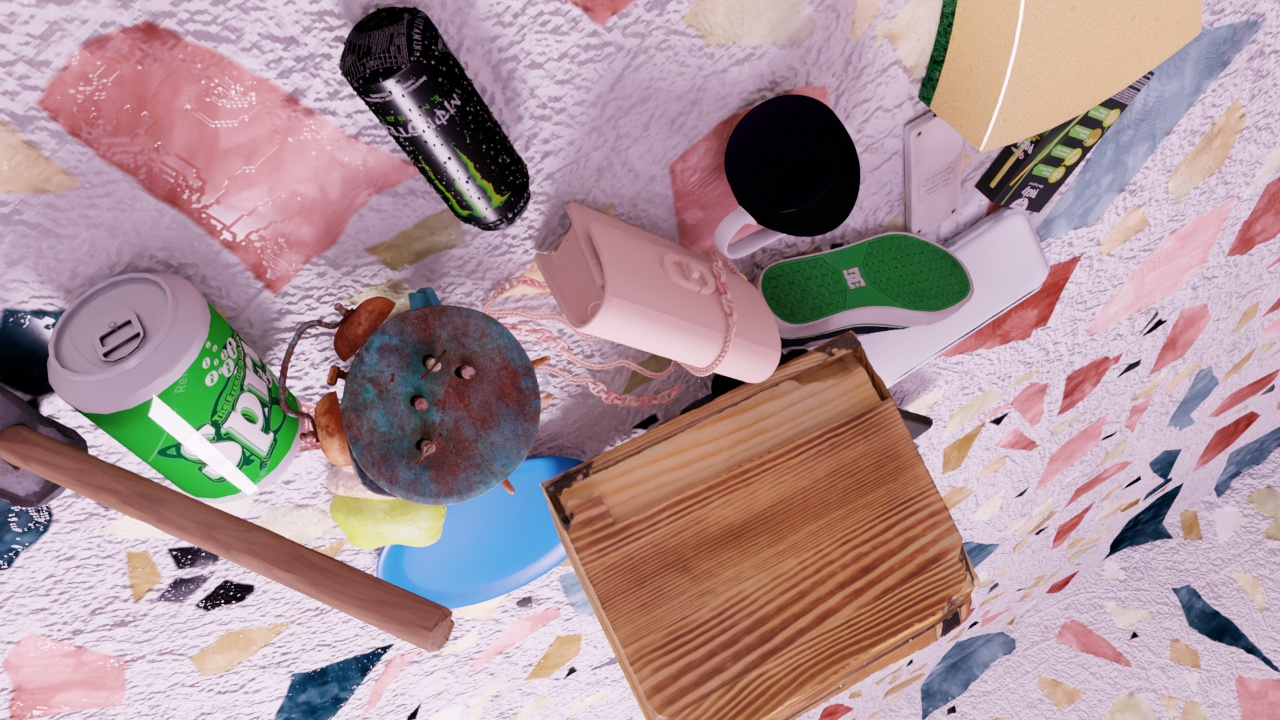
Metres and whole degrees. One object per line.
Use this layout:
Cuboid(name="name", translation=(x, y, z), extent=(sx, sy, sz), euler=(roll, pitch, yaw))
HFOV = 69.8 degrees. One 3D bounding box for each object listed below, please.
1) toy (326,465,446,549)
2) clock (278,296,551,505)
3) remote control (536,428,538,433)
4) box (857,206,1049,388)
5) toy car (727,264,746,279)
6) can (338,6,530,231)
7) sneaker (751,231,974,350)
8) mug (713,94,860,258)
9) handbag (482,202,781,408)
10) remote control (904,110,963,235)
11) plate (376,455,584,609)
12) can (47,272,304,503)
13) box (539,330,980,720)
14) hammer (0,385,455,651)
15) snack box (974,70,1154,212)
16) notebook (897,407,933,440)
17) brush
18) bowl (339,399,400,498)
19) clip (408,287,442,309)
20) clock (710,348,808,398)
Cuboid(name="toy", translation=(-0.201, 0.105, 0.719), extent=(0.092, 0.046, 0.115), euler=(-2, 129, 0))
Cuboid(name="clock", translation=(-0.140, 0.021, 0.565), extent=(0.157, 0.073, 0.121), euler=(15, 91, -19))
Cuboid(name="remote control", translation=(-0.145, 0.071, 0.757), extent=(0.124, 0.009, 0.046), euler=(-24, 144, -7))
Cuboid(name="box", translation=(0.306, -0.042, 0.919), extent=(0.211, 0.084, 0.186), euler=(-32, 140, 1))
Cuboid(name="toy car", translation=(0.058, -0.039, 0.750), extent=(0.107, 0.049, 0.030), euler=(106, 8, -45))
Cuboid(name="can", translation=(-0.108, -0.128, 0.505), extent=(0.054, 0.054, 0.138), euler=(-33, 145, 1))
Cuboid(name="sneaker", translation=(0.185, -0.054, 0.805), extent=(0.234, 0.084, 0.079), euler=(-9, 161, -25))
Cuboid(name="mug", translation=(0.103, -0.116, 0.653), extent=(0.119, 0.085, 0.100), euler=(-47, 155, 10))
Cuboid(name="handbag", translation=(-0.005, 0.003, 0.662), extent=(0.198, 0.116, 0.188), euler=(16, 122, -34))
Cuboid(name="remote control", translation=(0.247, -0.159, 0.775), extent=(0.050, 0.011, 0.136), euler=(-30, 145, -3))
Cuboid(name="plate", translation=(-0.136, 0.157, 0.855), extent=(0.224, 0.024, 0.225), euler=(-20, 143, -16))
Cuboid(name="can", translation=(-0.264, 0.019, 0.536), extent=(0.087, 0.087, 0.140), euler=(-27, 145, -7))
Cuboid(name="box", translation=(0.097, 0.158, 0.731), extent=(0.279, 0.258, 0.221), euler=(-24, 154, -13))
Cuboid(name="hammer", translation=(-0.241, 0.076, 0.466), extent=(0.098, 0.329, 0.052), euler=(80, 31, -58))
Cuboid(name="snack box", translation=(0.370, -0.201, 0.805), extent=(0.080, 0.025, 0.148), euler=(1, 133, -38))
Cuboid(name="notebook", translation=(0.216, 0.098, 1.031), extent=(0.170, 0.029, 0.208), euler=(-40, 144, 28))
Cuboid(name="brush", translation=(0.292, -0.280, 0.606), extent=(0.195, 0.075, 0.250), euler=(-29, 145, -5))
Cuboid(name="bowl", translation=(-0.164, 0.042, 0.653), extent=(0.110, 0.055, 0.110), euler=(-3, 97, -28))
Cuboid(name="clip", translation=(-0.133, 0.025, 0.623), extent=(0.121, 0.033, 0.119), euler=(37, 82, -26))
Cuboid(name="clock", translation=(0.121, 0.027, 0.877), extent=(0.120, 0.042, 0.091), euler=(-3, 136, -35))
